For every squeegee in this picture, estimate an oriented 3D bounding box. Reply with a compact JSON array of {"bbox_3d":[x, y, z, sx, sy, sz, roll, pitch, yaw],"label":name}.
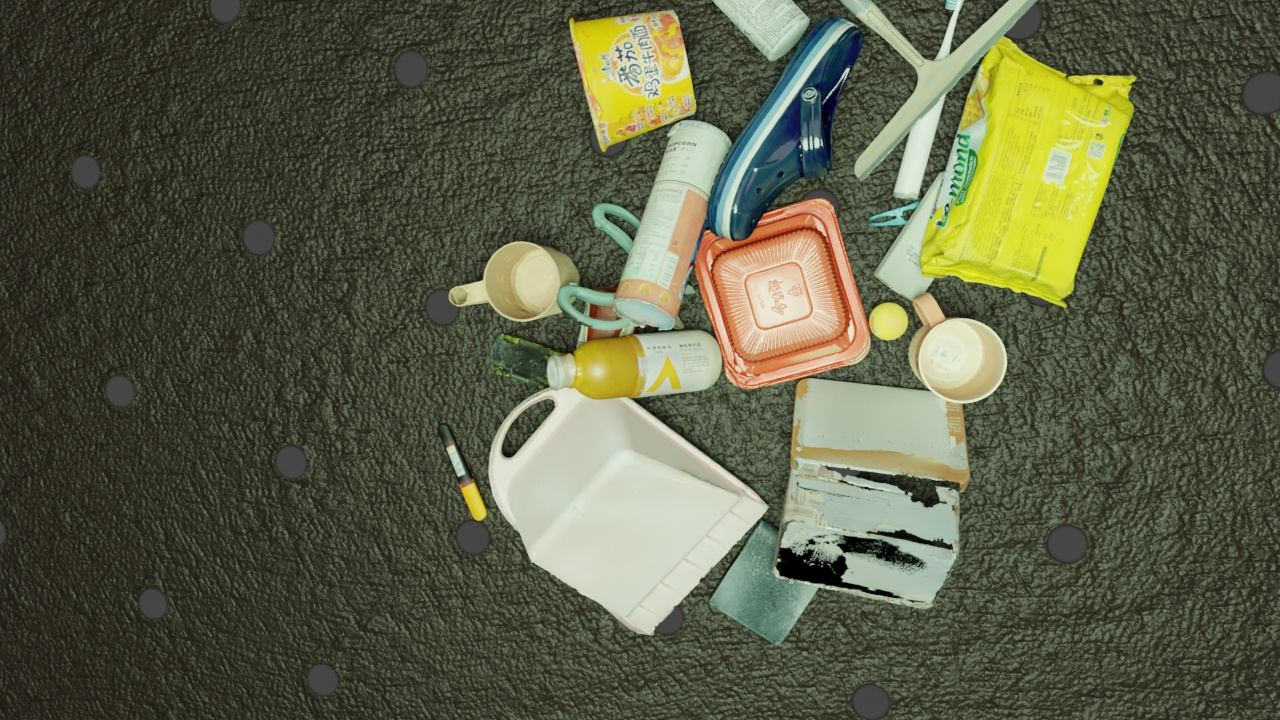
[{"bbox_3d":[0.238,-0.363,0.963,0.246,0.039,0.247,48,118,10],"label":"squeegee"}]

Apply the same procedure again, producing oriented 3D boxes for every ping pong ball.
[{"bbox_3d":[0.266,-0.042,0.983,0.040,0.040,0.040,1,95,10],"label":"ping pong ball"}]

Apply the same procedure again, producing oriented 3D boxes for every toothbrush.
[{"bbox_3d":[0.306,-0.280,0.962,0.026,0.026,0.221,16,98,23],"label":"toothbrush"}]

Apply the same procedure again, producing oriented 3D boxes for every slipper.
[{"bbox_3d":[0.162,-0.225,0.940,0.095,0.105,0.253,32,93,20],"label":"slipper"}]

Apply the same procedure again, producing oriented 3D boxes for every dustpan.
[{"bbox_3d":[-0.029,0.151,1.036,0.223,0.138,0.273,-47,125,11],"label":"dustpan"}]

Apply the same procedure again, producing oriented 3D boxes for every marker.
[{"bbox_3d":[-0.213,0.133,1.096,0.018,0.015,0.124,-25,88,9],"label":"marker"}]

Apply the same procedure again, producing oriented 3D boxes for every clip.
[{"bbox_3d":[0.274,-0.154,0.986,0.057,0.015,0.049,-10,95,9],"label":"clip"}]

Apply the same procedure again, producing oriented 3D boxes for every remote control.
[{"bbox_3d":[0.305,-0.131,0.968,0.056,0.019,0.135,32,93,-9],"label":"remote control"}]

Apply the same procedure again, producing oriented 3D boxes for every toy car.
[{"bbox_3d":[-0.125,0.002,1.061,0.105,0.032,0.048,18,98,19],"label":"toy car"}]

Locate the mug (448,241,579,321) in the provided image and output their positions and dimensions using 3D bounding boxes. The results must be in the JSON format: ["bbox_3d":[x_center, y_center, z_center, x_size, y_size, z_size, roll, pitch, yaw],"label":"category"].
[{"bbox_3d":[-0.136,-0.082,1.018,0.125,0.103,0.084,-13,92,11],"label":"mug"}]

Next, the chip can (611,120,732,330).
[{"bbox_3d":[0.034,-0.141,0.957,0.071,0.071,0.214,16,72,8],"label":"chip can"}]

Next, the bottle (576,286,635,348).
[{"bbox_3d":[-0.049,0.021,1.036,0.060,0.059,0.206,14,101,8],"label":"bottle"}]

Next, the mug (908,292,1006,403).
[{"bbox_3d":[0.314,-0.017,0.944,0.082,0.105,0.114,-30,89,11],"label":"mug"}]

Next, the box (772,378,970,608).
[{"bbox_3d":[0.241,0.130,0.983,0.183,0.192,0.157,10,140,9],"label":"box"}]

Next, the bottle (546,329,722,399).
[{"bbox_3d":[-0.006,0.006,0.978,0.189,0.068,0.068,-5,95,-26],"label":"bottle"}]

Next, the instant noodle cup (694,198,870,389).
[{"bbox_3d":[0.149,-0.068,0.983,0.165,0.079,0.189,-17,93,11],"label":"instant noodle cup"}]

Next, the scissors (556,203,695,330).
[{"bbox_3d":[-0.027,-0.090,0.986,0.170,0.178,0.019,55,142,9],"label":"scissors"}]

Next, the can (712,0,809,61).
[{"bbox_3d":[0.111,-0.389,0.972,0.058,0.058,0.146,-43,87,10],"label":"can"}]

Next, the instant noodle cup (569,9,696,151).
[{"bbox_3d":[-0.005,-0.301,0.967,0.110,0.138,0.138,-13,92,3],"label":"instant noodle cup"}]

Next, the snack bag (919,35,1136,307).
[{"bbox_3d":[0.392,-0.182,0.922,0.158,0.068,0.246,15,95,-4],"label":"snack bag"}]

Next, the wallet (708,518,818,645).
[{"bbox_3d":[0.147,0.254,1.042,0.097,0.019,0.121,32,101,5],"label":"wallet"}]
